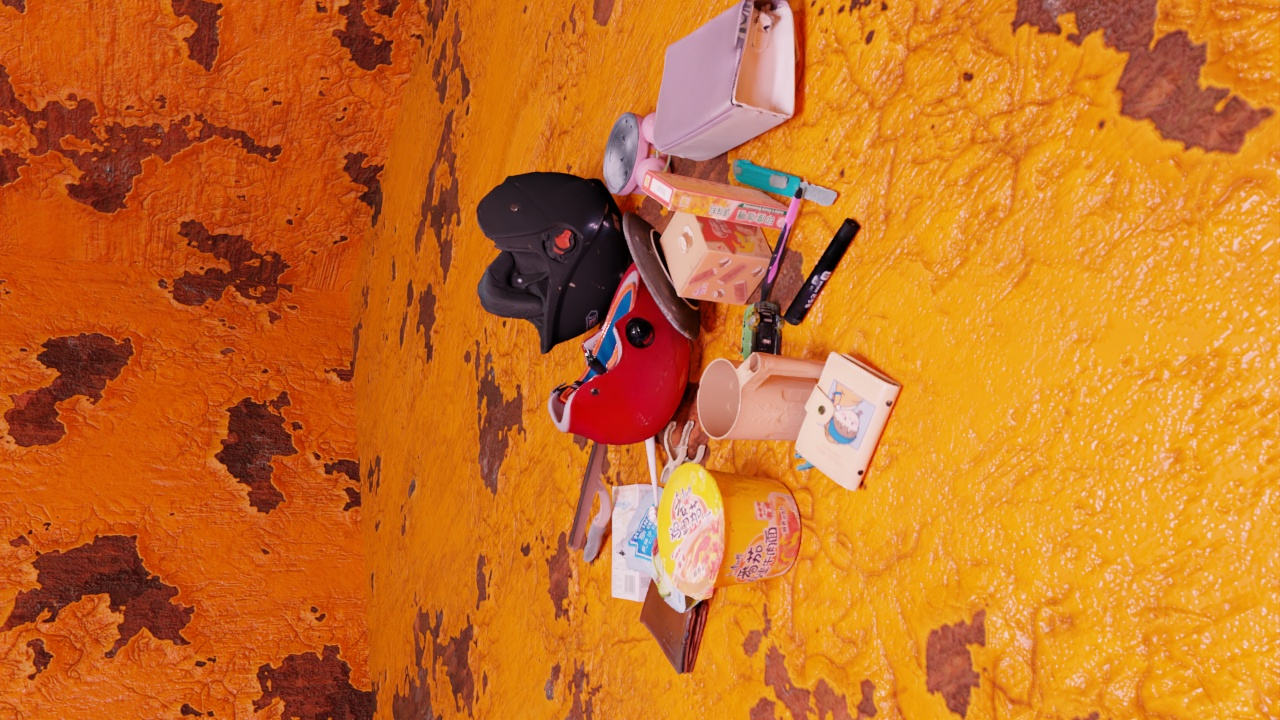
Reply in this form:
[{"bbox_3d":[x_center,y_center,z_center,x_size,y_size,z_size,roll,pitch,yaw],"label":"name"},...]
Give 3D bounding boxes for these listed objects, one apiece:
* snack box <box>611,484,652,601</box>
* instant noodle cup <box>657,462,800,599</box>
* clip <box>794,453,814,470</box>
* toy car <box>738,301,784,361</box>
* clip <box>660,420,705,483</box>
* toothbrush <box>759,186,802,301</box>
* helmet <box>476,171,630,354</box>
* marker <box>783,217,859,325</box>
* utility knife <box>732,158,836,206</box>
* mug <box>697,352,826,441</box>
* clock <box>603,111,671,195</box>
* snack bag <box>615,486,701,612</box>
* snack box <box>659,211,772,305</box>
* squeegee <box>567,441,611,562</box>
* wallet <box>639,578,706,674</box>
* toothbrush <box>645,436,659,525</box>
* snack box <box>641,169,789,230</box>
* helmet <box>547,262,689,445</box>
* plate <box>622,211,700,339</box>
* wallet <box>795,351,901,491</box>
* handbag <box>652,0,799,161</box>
[{"bbox_3d":[-0.012,0.252,1.277,0.085,0.026,0.156,-19,68,62],"label":"snack box"},{"bbox_3d":[0.097,0.181,0.987,0.138,0.109,0.138,-21,66,60],"label":"instant noodle cup"},{"bbox_3d":[0.179,0.100,0.947,0.057,0.014,0.043,-29,61,56],"label":"clip"},{"bbox_3d":[0.134,-0.019,1.024,0.036,0.043,0.091,-10,75,59],"label":"toy car"},{"bbox_3d":[0.053,0.130,1.167,0.093,0.035,0.103,-144,59,-61],"label":"clip"},{"bbox_3d":[0.149,-0.107,1.033,0.017,0.014,0.189,-113,34,-58],"label":"toothbrush"},{"bbox_3d":[-0.125,-0.150,1.354,0.234,0.230,0.274,107,145,-65],"label":"helmet"},{"bbox_3d":[0.187,-0.091,0.957,0.022,0.020,0.132,-91,23,-51],"label":"marker"},{"bbox_3d":[0.157,-0.203,1.042,0.216,0.013,0.029,37,122,58],"label":"utility knife"},{"bbox_3d":[0.133,0.033,0.948,0.125,0.103,0.084,-51,42,48],"label":"mug"},{"bbox_3d":[0.005,-0.293,1.308,0.159,0.059,0.117,10,93,65],"label":"clock"},{"bbox_3d":[0.034,0.232,1.156,0.191,0.038,0.110,26,90,59],"label":"snack bag"},{"bbox_3d":[0.088,-0.128,1.075,0.077,0.094,0.092,-57,38,42],"label":"snack box"},{"bbox_3d":[-0.063,0.227,1.326,0.250,0.040,0.247,97,-176,-48],"label":"squeegee"},{"bbox_3d":[0.039,0.322,1.164,0.124,0.032,0.101,-139,57,-59],"label":"wallet"},{"bbox_3d":[0.015,0.145,1.216,0.016,0.016,0.179,-36,35,25],"label":"toothbrush"},{"bbox_3d":[0.086,-0.178,1.020,0.077,0.155,0.027,49,128,55],"label":"snack box"},{"bbox_3d":[-0.007,0.007,1.189,0.239,0.144,0.207,-63,11,-14],"label":"helmet"},{"bbox_3d":[0.035,-0.108,1.128,0.024,0.179,0.179,-27,54,18],"label":"plate"},{"bbox_3d":[0.197,0.056,0.894,0.087,0.024,0.115,35,118,40],"label":"wallet"},{"bbox_3d":[0.100,-0.330,1.084,0.197,0.098,0.145,-5,83,64],"label":"handbag"}]
